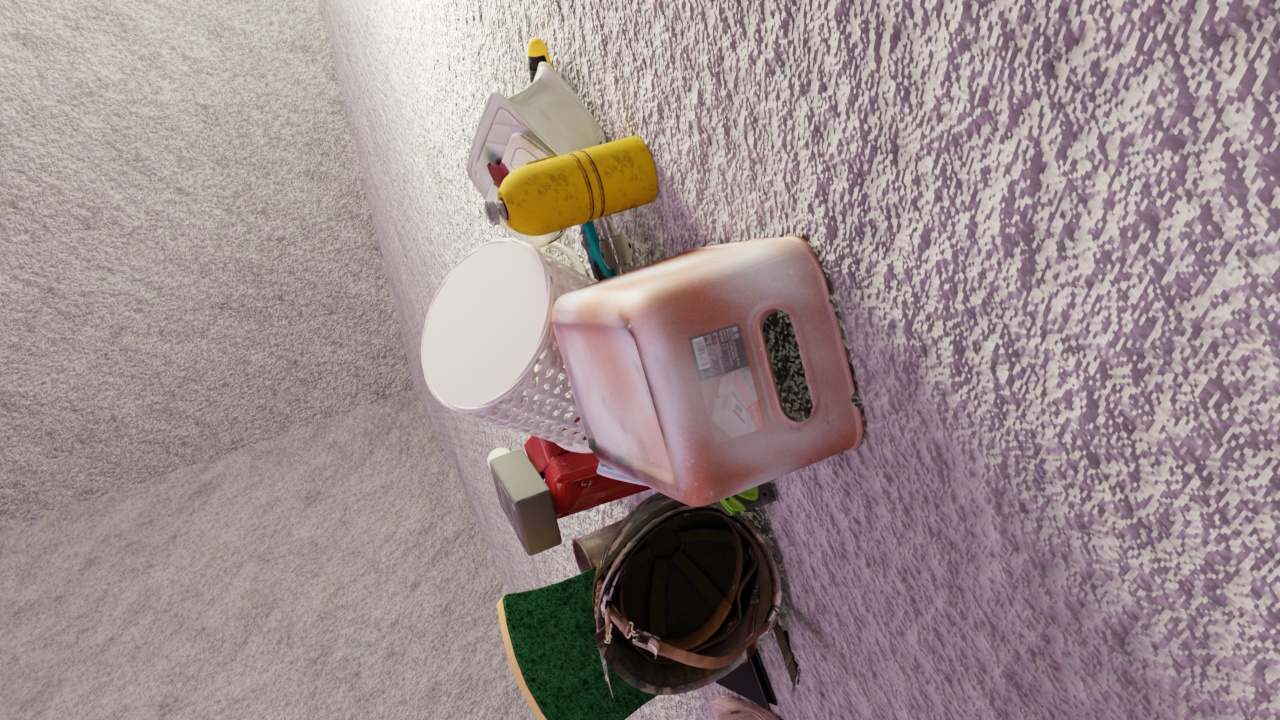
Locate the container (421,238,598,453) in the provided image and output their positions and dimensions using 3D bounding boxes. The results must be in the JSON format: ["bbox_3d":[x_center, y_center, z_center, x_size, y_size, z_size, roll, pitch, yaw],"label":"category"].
[{"bbox_3d":[-0.103,-0.012,0.984,0.186,0.189,0.189,25,-156,-49],"label":"container"}]

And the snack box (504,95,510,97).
[{"bbox_3d":[-0.165,-0.284,1.251,0.080,0.025,0.148,64,160,16],"label":"snack box"}]

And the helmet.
[{"bbox_3d":[0.046,0.250,0.949,0.236,0.192,0.224,-152,72,-77],"label":"helmet"}]

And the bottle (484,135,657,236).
[{"bbox_3d":[-0.072,-0.167,0.901,0.071,0.163,0.071,54,156,39],"label":"bottle"}]

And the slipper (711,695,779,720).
[{"bbox_3d":[0.130,0.482,1.150,0.094,0.064,0.240,70,162,0],"label":"slipper"}]

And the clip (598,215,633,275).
[{"bbox_3d":[-0.031,-0.123,1.042,0.054,0.040,0.101,-165,55,-82],"label":"clip"}]

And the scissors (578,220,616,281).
[{"bbox_3d":[-0.056,-0.135,1.108,0.151,0.019,0.130,-150,48,-68],"label":"scissors"}]

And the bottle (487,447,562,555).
[{"bbox_3d":[-0.156,0.164,1.169,0.174,0.046,0.084,-138,34,-57],"label":"bottle"}]

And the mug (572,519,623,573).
[{"bbox_3d":[-0.027,0.291,1.326,0.123,0.110,0.096,51,159,42],"label":"mug"}]

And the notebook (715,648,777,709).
[{"bbox_3d":[0.090,0.311,1.160,0.231,0.019,0.169,70,160,1],"label":"notebook"}]

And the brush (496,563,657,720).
[{"bbox_3d":[-0.024,0.317,1.070,0.195,0.249,0.075,61,158,12],"label":"brush"}]

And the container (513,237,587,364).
[{"bbox_3d":[-0.166,-0.065,1.292,0.184,0.143,0.252,55,160,1],"label":"container"}]

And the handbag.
[{"bbox_3d":[-0.121,-0.223,1.054,0.142,0.096,0.199,51,153,3],"label":"handbag"}]

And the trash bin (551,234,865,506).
[{"bbox_3d":[0.039,0.006,0.785,0.260,0.157,0.181,12,120,69],"label":"trash bin"}]

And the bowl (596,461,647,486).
[{"bbox_3d":[0.031,0.091,0.956,0.144,0.144,0.074,-178,98,-70],"label":"bowl"}]

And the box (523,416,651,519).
[{"bbox_3d":[-0.055,0.107,1.148,0.136,0.157,0.117,108,143,-59],"label":"box"}]

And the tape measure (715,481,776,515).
[{"bbox_3d":[0.095,0.115,0.887,0.036,0.058,0.065,-26,84,67],"label":"tape measure"}]

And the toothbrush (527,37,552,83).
[{"bbox_3d":[-0.107,-0.285,1.091,0.030,0.031,0.197,-66,-25,-47],"label":"toothbrush"}]
